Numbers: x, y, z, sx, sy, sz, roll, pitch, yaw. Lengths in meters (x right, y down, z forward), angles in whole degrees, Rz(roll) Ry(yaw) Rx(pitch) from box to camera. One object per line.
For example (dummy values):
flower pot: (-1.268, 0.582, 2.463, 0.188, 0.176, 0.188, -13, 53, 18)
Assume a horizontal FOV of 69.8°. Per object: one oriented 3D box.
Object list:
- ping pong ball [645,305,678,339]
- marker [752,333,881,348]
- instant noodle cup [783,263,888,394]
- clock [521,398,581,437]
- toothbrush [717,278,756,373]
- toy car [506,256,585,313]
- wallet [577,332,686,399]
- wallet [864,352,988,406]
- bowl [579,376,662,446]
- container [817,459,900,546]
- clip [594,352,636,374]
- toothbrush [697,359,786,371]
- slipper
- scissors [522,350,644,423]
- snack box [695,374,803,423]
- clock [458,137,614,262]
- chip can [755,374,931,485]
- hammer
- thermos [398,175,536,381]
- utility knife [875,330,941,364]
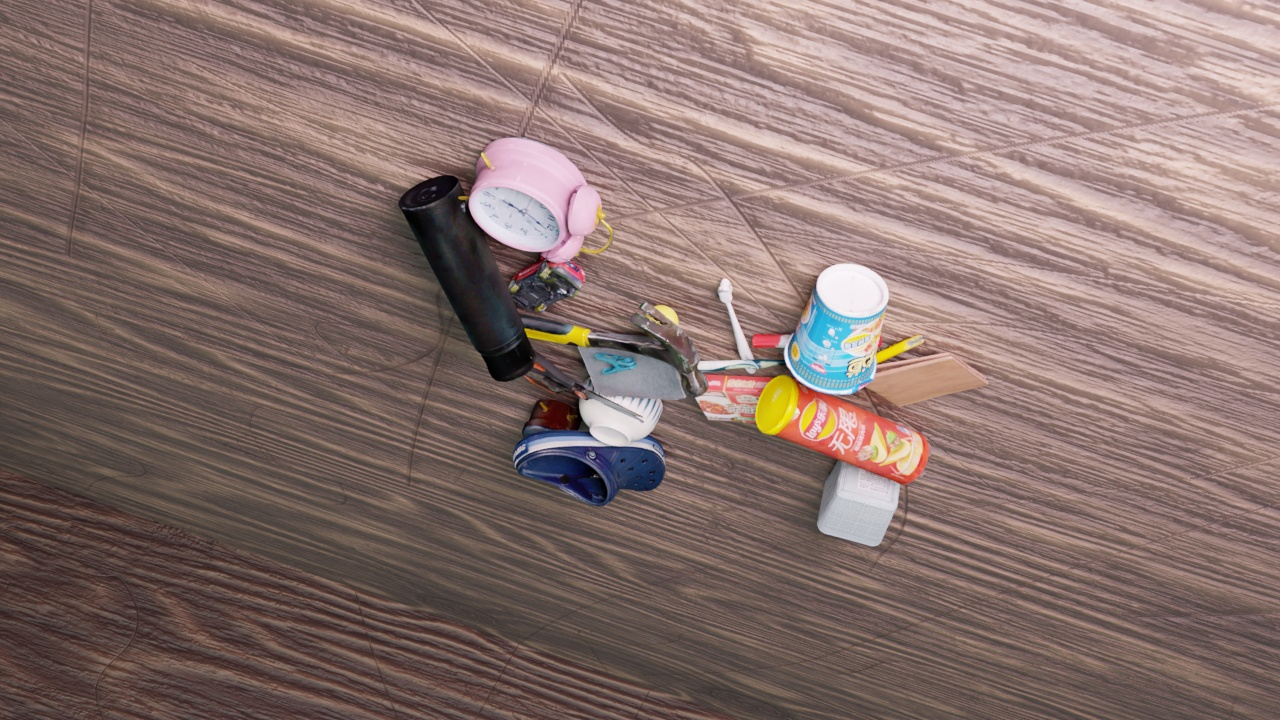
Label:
ping pong ball: (0.024, -0.044, 1.061, 0.040, 0.040, 0.040, 14, 150, 8)
marker: (0.195, -0.022, 1.024, 0.145, 0.017, 0.017, 1, 146, 29)
instant noodle cup: (0.204, -0.036, 0.928, 0.099, 0.099, 0.110, 14, 141, 8)
clock: (-0.133, 0.104, 1.382, 0.082, 0.055, 0.122, 19, 151, -3)
toothbrush: (0.113, -0.035, 1.054, 0.016, 0.016, 0.180, 5, 150, 21)
toy car: (-0.109, -0.092, 1.052, 0.053, 0.045, 0.121, 35, 152, -28)
wallet: (-0.007, 0.007, 1.168, 0.130, 0.036, 0.107, 4, 136, 24)
wallet: (0.305, 0.020, 1.000, 0.116, 0.020, 0.101, -15, 154, 37)
bowl: (-0.033, 0.076, 1.266, 0.116, 0.066, 0.117, 14, 150, 8)
container: (0.296, 0.179, 1.229, 0.090, 0.089, 0.112, 14, 148, 8)
clip: (-0.030, 0.004, 1.137, 0.055, 0.013, 0.034, 3, 135, 29)
toothbrush: (0.132, 0.008, 1.085, 0.192, 0.018, 0.016, -2, 149, 18)
slipper: (-0.062, 0.158, 1.327, 0.252, 0.095, 0.105, 12, 143, -33)
scissors: (-0.093, 0.029, 1.205, 0.235, 0.021, 0.139, 10, 145, 48)
snack box: (0.146, 0.051, 1.162, 0.153, 0.025, 0.075, 2, 147, 27)
clock: (-0.100, -0.155, 0.930, 0.158, 0.059, 0.117, 25, 151, -14)
chip can: (0.242, 0.084, 1.089, 0.216, 0.073, 0.073, 21, 152, -24)
hammer: (-0.076, -0.032, 1.098, 0.324, 0.031, 0.126, 11, 144, 33)
thermos: (-0.191, -0.090, 1.036, 0.068, 0.090, 0.243, -22, 127, -3)
utility knife: (0.257, -0.002, 1.014, 0.177, 0.033, 0.015, -31, 82, 50)
